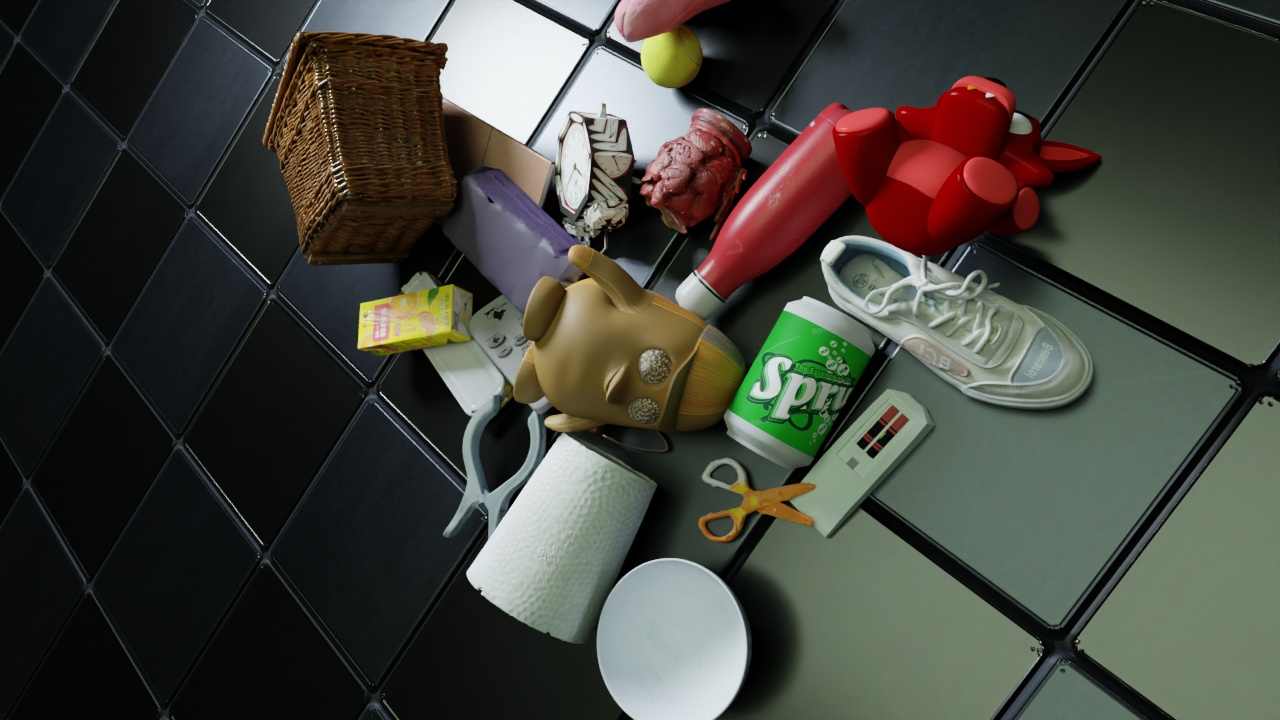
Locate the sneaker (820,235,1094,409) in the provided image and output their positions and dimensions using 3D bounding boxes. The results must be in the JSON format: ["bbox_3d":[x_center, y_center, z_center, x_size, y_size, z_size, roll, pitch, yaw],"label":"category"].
[{"bbox_3d":[0.253,-0.036,0.766,0.242,0.090,0.089,33,93,30],"label":"sneaker"}]

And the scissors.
[{"bbox_3d":[0.107,0.120,0.846,0.133,0.012,0.096,-22,66,31],"label":"scissors"}]

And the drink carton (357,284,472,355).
[{"bbox_3d":[-0.258,-0.044,1.041,0.135,0.043,0.058,-8,73,25],"label":"drink carton"}]

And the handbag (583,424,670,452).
[{"bbox_3d":[-0.020,0.064,0.931,0.120,0.029,0.055,27,90,26],"label":"handbag"}]

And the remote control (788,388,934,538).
[{"bbox_3d":[0.192,0.087,0.807,0.143,0.024,0.049,-49,60,10],"label":"remote control"}]

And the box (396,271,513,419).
[{"bbox_3d":[-0.218,-0.019,1.055,0.064,0.033,0.209,-45,62,9],"label":"box"}]

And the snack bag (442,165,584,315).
[{"bbox_3d":[-0.137,-0.121,0.991,0.205,0.058,0.097,44,121,27],"label":"snack bag"}]

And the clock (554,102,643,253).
[{"bbox_3d":[-0.042,-0.183,0.964,0.115,0.065,0.154,180,88,-66],"label":"clock"}]

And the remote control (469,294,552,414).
[{"bbox_3d":[-0.123,-0.014,0.991,0.074,0.019,0.151,-37,60,-13],"label":"remote control"}]

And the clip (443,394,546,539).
[{"bbox_3d":[-0.134,0.128,0.971,0.127,0.028,0.167,15,89,13],"label":"clip"}]

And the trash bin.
[{"bbox_3d":[-0.068,0.163,0.876,0.133,0.133,0.161,27,87,31],"label":"trash bin"}]

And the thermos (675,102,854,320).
[{"bbox_3d":[0.124,-0.132,0.870,0.240,0.073,0.073,-46,61,13],"label":"thermos"}]

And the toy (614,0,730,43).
[{"bbox_3d":[0.053,-0.396,0.941,0.192,0.097,0.236,19,58,37],"label":"toy"}]

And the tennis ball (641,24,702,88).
[{"bbox_3d":[0.033,-0.322,0.971,0.065,0.065,0.065,-7,74,27],"label":"tennis ball"}]

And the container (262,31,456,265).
[{"bbox_3d":[-0.314,-0.224,1.040,0.251,0.162,0.183,-28,72,57],"label":"container"}]

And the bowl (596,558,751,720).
[{"bbox_3d":[0.041,0.251,0.820,0.144,0.074,0.143,-7,74,27],"label":"bowl"}]

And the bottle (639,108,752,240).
[{"bbox_3d":[0.058,-0.182,0.915,0.099,0.099,0.111,35,85,31],"label":"bottle"}]

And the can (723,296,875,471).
[{"bbox_3d":[0.140,0.021,0.815,0.088,0.087,0.140,31,93,31],"label":"can"}]

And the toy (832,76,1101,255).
[{"bbox_3d":[0.266,-0.169,0.755,0.196,0.121,0.158,-33,51,-31],"label":"toy"}]

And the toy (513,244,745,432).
[{"bbox_3d":[-0.005,0.005,0.860,0.203,0.162,0.199,16,119,8],"label":"toy"}]

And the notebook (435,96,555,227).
[{"bbox_3d":[-0.190,-0.205,1.068,0.209,0.008,0.142,35,117,31],"label":"notebook"}]
